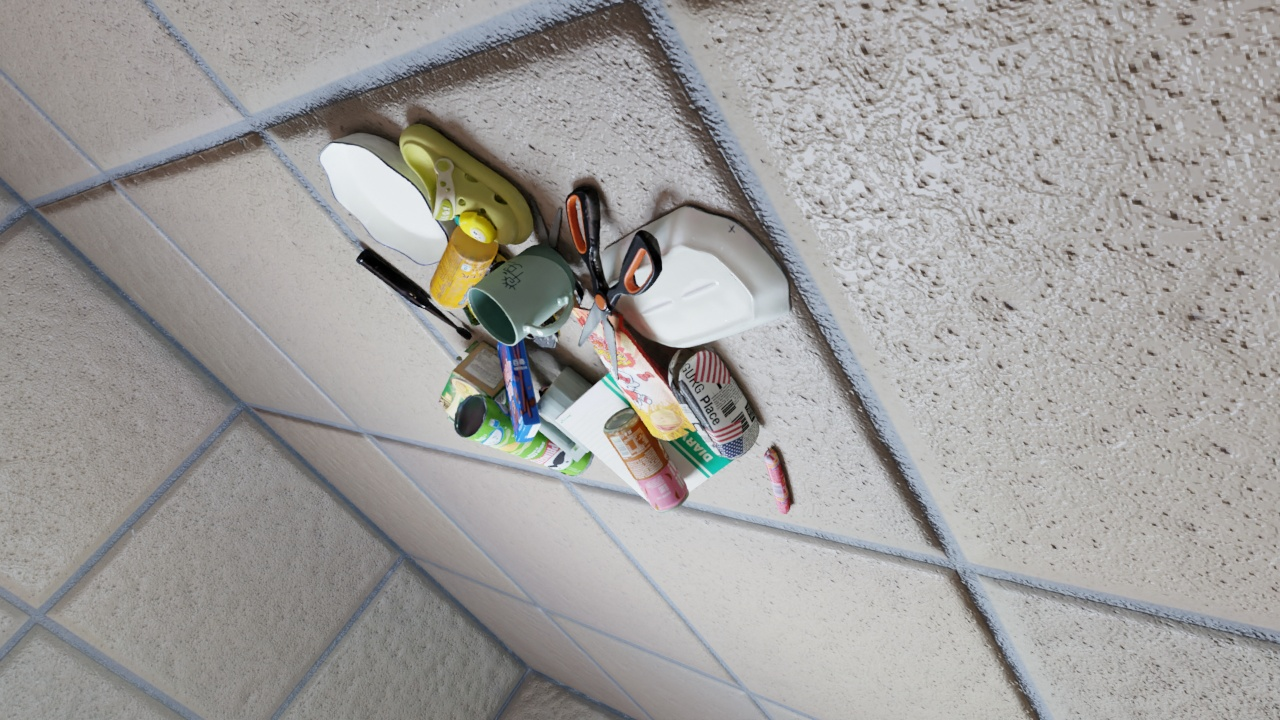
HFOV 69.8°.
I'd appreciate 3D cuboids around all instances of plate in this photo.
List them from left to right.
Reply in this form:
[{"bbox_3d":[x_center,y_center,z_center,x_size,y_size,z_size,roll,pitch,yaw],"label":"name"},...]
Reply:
[{"bbox_3d":[-0.322,-0.212,1.194,0.205,0.045,0.205,27,153,15],"label":"plate"},{"bbox_3d":[0.047,-0.075,0.988,0.162,0.034,0.266,45,152,-17],"label":"plate"}]

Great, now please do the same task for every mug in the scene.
[{"bbox_3d":[-0.126,-0.073,1.074,0.112,0.106,0.082,34,148,27],"label":"mug"},{"bbox_3d":[-0.101,0.082,1.341,0.103,0.083,0.124,39,127,-3],"label":"mug"}]

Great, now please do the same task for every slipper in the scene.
[{"bbox_3d":[-0.214,-0.190,1.064,0.190,0.081,0.092,39,156,0],"label":"slipper"}]

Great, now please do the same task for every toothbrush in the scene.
[{"bbox_3d":[-0.349,-0.099,1.429,0.212,0.026,0.027,37,-172,-4],"label":"toothbrush"}]

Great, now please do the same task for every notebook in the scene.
[{"bbox_3d":[0.006,0.106,1.265,0.209,0.012,0.151,42,119,-13],"label":"notebook"}]

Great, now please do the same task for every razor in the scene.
[{"bbox_3d":[-0.243,-0.098,1.299,0.043,0.028,0.133,61,165,23],"label":"razor"}]

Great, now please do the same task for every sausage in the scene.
[{"bbox_3d":[0.184,0.163,1.223,0.020,0.020,0.156,19,148,31],"label":"sausage"}]

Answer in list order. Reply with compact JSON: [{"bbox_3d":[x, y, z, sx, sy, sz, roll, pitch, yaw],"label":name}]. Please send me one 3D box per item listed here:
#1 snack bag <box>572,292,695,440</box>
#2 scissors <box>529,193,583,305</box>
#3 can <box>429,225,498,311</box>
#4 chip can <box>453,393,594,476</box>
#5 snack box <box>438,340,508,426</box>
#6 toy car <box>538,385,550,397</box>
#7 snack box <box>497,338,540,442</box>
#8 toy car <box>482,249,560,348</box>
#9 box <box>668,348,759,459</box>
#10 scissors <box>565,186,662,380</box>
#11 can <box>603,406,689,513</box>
[{"bbox_3d":[-0.007,0.007,1.133,0.208,0.073,0.129,52,167,-32],"label":"snack bag"},{"bbox_3d":[-0.111,-0.128,1.115,0.172,0.014,0.159,-7,130,52],"label":"scissors"},{"bbox_3d":[-0.226,-0.117,1.160,0.058,0.058,0.146,39,148,-5],"label":"can"},{"bbox_3d":[-0.175,0.118,1.417,0.072,0.072,0.235,7,166,44],"label":"chip can"},{"bbox_3d":[-0.245,0.043,1.450,0.117,0.118,0.106,32,143,9],"label":"snack box"},{"bbox_3d":[-0.110,0.081,1.425,0.122,0.037,0.056,42,157,17],"label":"toy car"},{"bbox_3d":[-0.177,0.033,1.326,0.085,0.026,0.157,126,133,-64],"label":"snack box"},{"bbox_3d":[-0.160,-0.080,1.216,0.156,0.041,0.071,49,151,-13],"label":"toy car"},{"bbox_3d":[0.095,0.056,1.108,0.079,0.074,0.163,0,134,38],"label":"box"},{"bbox_3d":[-0.037,-0.088,1.004,0.221,0.021,0.223,-24,92,57],"label":"scissors"},{"bbox_3d":[0.008,0.134,1.238,0.058,0.057,0.147,-2,126,51],"label":"can"}]
